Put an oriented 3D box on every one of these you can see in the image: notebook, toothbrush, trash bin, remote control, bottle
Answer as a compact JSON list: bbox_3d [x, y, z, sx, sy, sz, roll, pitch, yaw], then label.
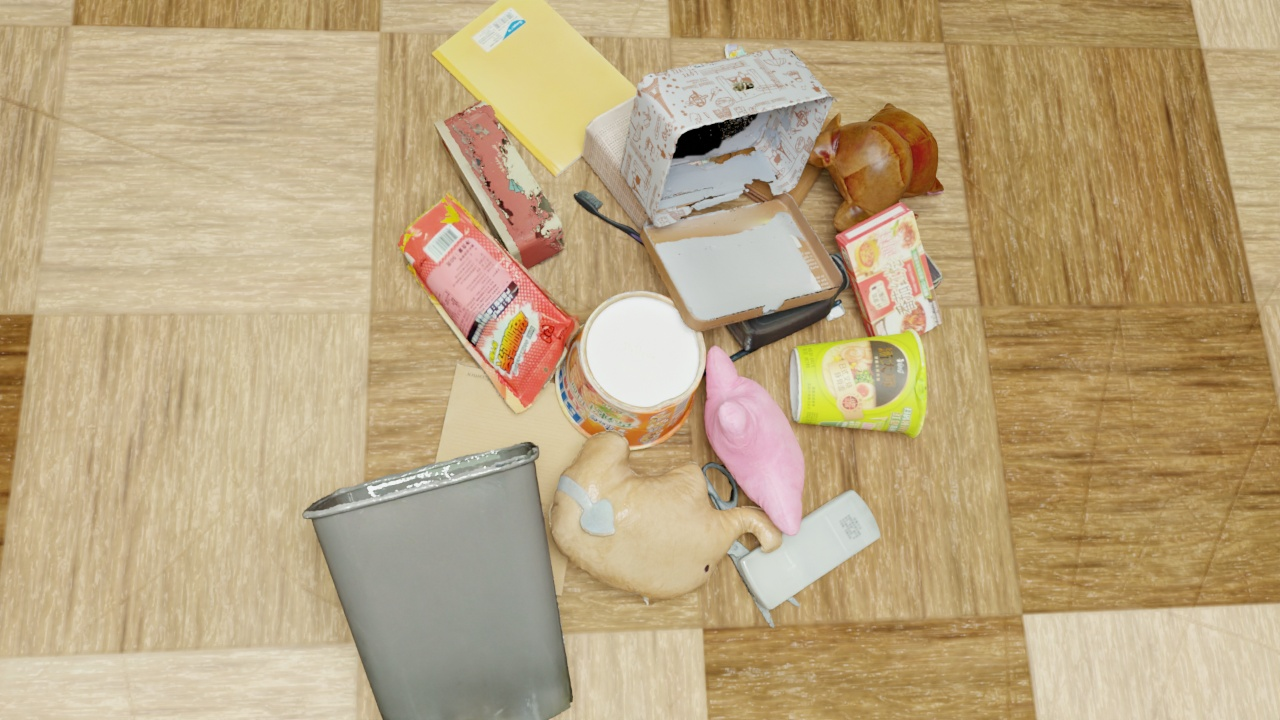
[{"bbox_3d":[-0.133,0.118,0.927,0.149,0.012,0.211,11,75,-4],"label":"notebook"},{"bbox_3d":[0.143,-0.022,0.986,0.181,0.016,0.018,-25,88,-12],"label":"toothbrush"},{"bbox_3d":[-0.160,0.199,0.805,0.198,0.199,0.219,-15,91,-9],"label":"trash bin"},{"bbox_3d":[0.088,-0.286,1.024,0.029,0.020,0.189,23,59,-10],"label":"toothbrush"},{"bbox_3d":[0.006,-0.131,1.003,0.189,0.014,0.016,35,64,4],"label":"toothbrush"},{"bbox_3d":[0.171,0.189,0.926,0.149,0.021,0.058,-28,83,-17],"label":"remote control"},{"bbox_3d":[-0.114,-0.322,1.042,0.206,0.010,0.145,45,76,7],"label":"notebook"},{"bbox_3d":[0.181,-0.080,0.986,0.194,0.044,0.080,-25,61,-12],"label":"bottle"}]

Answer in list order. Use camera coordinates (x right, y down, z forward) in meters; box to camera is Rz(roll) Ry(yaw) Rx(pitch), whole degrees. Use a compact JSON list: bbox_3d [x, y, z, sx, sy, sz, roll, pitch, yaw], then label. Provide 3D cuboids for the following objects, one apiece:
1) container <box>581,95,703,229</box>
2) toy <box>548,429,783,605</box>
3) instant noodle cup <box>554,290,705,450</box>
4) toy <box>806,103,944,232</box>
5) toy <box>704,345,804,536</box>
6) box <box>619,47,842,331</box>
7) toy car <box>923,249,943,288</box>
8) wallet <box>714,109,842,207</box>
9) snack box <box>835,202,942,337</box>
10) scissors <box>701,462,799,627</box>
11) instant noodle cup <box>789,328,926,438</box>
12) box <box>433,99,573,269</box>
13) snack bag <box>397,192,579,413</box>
[{"bbox_3d":[0.005,-0.212,0.986,0.089,0.090,0.111,-32,84,-13],"label":"container"},{"bbox_3d":[0.022,0.161,0.879,0.226,0.082,0.143,22,83,-14],"label":"toy"},{"bbox_3d":[-0.005,0.005,0.909,0.151,0.112,0.151,3,74,-9],"label":"instant noodle cup"},{"bbox_3d":[0.255,-0.208,0.986,0.199,0.131,0.140,-34,99,-43],"label":"toy"},{"bbox_3d":[0.113,0.078,0.898,0.075,0.178,0.194,-27,114,11],"label":"toy"},{"bbox_3d":[0.099,-0.166,0.865,0.180,0.158,0.205,-15,65,-23],"label":"box"},{"bbox_3d":[0.296,-0.115,1.015,0.042,0.035,0.090,-32,78,-13],"label":"toy car"},{"bbox_3d":[0.158,-0.237,1.036,0.108,0.031,0.131,34,74,2],"label":"wallet"},{"bbox_3d":[0.259,-0.082,0.948,0.075,0.153,0.025,-27,36,2],"label":"snack box"},{"bbox_3d":[0.088,0.186,0.930,0.165,0.014,0.163,7,78,-5],"label":"scissors"},{"bbox_3d":[0.217,0.025,0.939,0.123,0.112,0.111,-1,75,2],"label":"instant noodle cup"},{"bbox_3d":[-0.139,-0.185,0.962,0.077,0.091,0.168,-30,80,-9],"label":"box"},{"bbox_3d":[-0.154,-0.061,0.921,0.208,0.129,0.073,47,32,14],"label":"snack bag"}]
